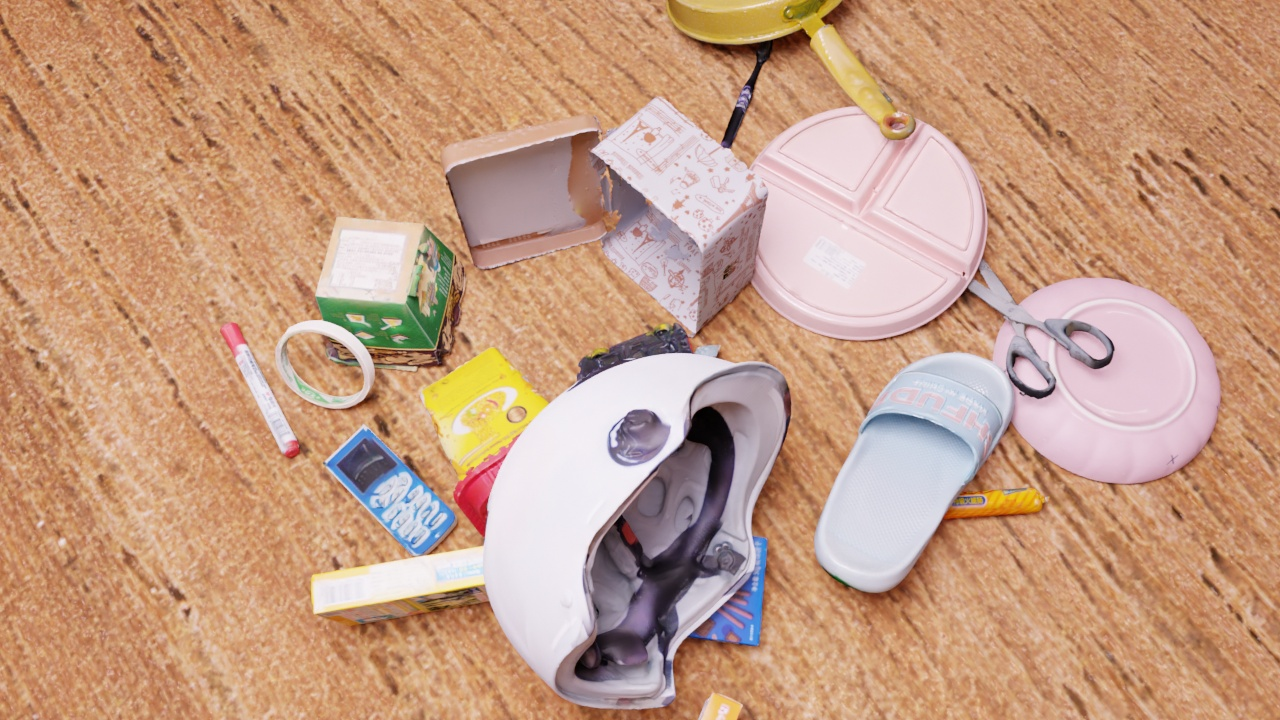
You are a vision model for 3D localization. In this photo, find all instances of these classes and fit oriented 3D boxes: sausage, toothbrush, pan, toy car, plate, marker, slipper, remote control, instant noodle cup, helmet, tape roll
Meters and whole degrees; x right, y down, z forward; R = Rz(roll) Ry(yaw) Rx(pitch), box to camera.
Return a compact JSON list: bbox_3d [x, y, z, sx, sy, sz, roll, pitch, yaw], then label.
[{"bbox_3d":[0.257,0.121,0.762,0.165,0.021,0.021,-4,68,0],"label":"sausage"},{"bbox_3d":[0.102,-0.257,0.924,0.014,0.017,0.188,19,71,9],"label":"toothbrush"},{"bbox_3d":[0.156,-0.336,0.898,0.197,0.078,0.357,-29,51,-3],"label":"pan"},{"bbox_3d":[-0.005,0.005,0.812,0.106,0.031,0.049,-20,62,6],"label":"toy car"},{"bbox_3d":[0.200,-0.132,0.841,0.230,0.028,0.229,-2,78,8],"label":"plate"},{"bbox_3d":[-0.342,0.025,0.824,0.017,0.017,0.145,-31,71,-10],"label":"marker"},{"bbox_3d":[0.219,0.075,0.738,0.104,0.074,0.244,28,60,22],"label":"slipper"},{"bbox_3d":[-0.212,0.111,0.781,0.125,0.024,0.049,41,75,15],"label":"remote control"},{"bbox_3d":[0.408,0.009,0.793,0.192,0.039,0.192,-1,68,2],"label":"plate"},{"bbox_3d":[-0.112,0.065,0.756,0.116,0.116,0.123,-33,60,-11],"label":"instant noodle cup"},{"bbox_3d":[-0.014,0.100,0.644,0.146,0.229,0.258,21,72,30],"label":"helmet"},{"bbox_3d":[-0.274,0.005,0.797,0.086,0.086,0.013,9,36,5],"label":"tape roll"}]

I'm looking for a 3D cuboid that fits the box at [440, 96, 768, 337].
[{"bbox_3d":[-0.026,-0.130,0.789,0.269,0.180,0.136,13,69,6],"label":"box"}]

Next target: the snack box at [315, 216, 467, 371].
[{"bbox_3d":[-0.226,-0.066,0.809,0.117,0.106,0.118,5,67,4],"label":"snack box"}]

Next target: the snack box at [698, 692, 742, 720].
[{"bbox_3d":[0.033,0.318,0.661,0.026,0.075,0.153,21,70,11],"label":"snack box"}]

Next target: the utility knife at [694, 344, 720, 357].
[{"bbox_3d":[0.017,0.079,0.790,0.033,0.015,0.223,24,73,11],"label":"utility knife"}]

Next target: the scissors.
[{"bbox_3d":[0.331,-0.038,0.798,0.164,0.014,0.163,6,56,25],"label":"scissors"}]

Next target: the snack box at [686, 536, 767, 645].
[{"bbox_3d":[0.020,0.175,0.736,0.157,0.026,0.084,8,72,-1],"label":"snack box"}]

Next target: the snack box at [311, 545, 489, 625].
[{"bbox_3d":[-0.174,0.178,0.719,0.140,0.087,0.033,-8,68,-1],"label":"snack box"}]
